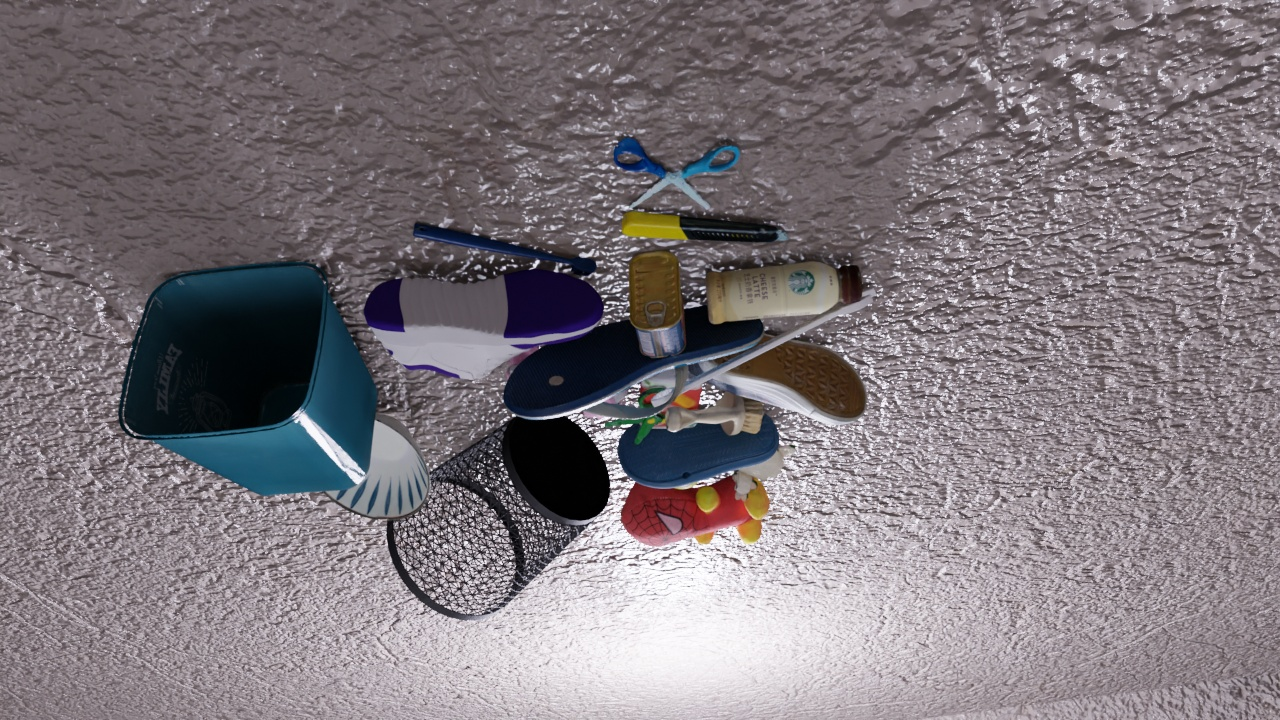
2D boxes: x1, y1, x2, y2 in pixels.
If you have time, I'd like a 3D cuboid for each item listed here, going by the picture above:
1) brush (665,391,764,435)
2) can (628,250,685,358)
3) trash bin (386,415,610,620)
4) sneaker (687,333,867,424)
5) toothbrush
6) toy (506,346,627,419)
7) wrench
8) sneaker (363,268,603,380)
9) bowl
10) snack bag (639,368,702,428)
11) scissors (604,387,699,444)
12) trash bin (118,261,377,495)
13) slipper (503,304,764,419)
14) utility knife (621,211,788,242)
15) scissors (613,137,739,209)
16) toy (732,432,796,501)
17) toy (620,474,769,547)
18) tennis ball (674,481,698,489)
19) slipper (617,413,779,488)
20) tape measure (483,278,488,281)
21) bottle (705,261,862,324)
[{"bbox_3d":[0.087,0.063,1.075,0.077,0.062,0.271,-12,174,22],"label":"brush"},{"bbox_3d":[0.018,-0.057,0.954,0.054,0.099,0.059,-5,146,6],"label":"can"},{"bbox_3d":[-0.180,0.196,1.224,0.216,0.216,0.244,26,130,-34],"label":"trash bin"},{"bbox_3d":[0.162,0.018,1.103,0.235,0.087,0.079,19,159,-20],"label":"sneaker"},{"bbox_3d":[-0.137,-0.112,0.940,0.190,0.016,0.017,10,150,-17],"label":"toothbrush"},{"bbox_3d":[-0.088,0.024,1.095,0.123,0.067,0.157,-9,148,12],"label":"toy"},{"bbox_3d":[0.135,-0.014,1.007,0.273,0.047,0.009,-27,101,2],"label":"wrench"},{"bbox_3d":[-0.158,-0.026,0.966,0.244,0.091,0.111,0,141,5],"label":"sneaker"},{"bbox_3d":[-0.343,0.119,1.189,0.177,0.070,0.178,7,125,10],"label":"bowl"},{"bbox_3d":[0.037,0.043,1.153,0.077,0.036,0.116,-1,145,-2],"label":"snack bag"},{"bbox_3d":[0.021,0.073,1.151,0.127,0.011,0.126,9,142,-14],"label":"scissors"},{"bbox_3d":[-0.400,0.037,1.000,0.199,0.196,0.219,-4,151,4],"label":"trash bin"},{"bbox_3d":[-0.006,0.006,0.993,0.294,0.118,0.060,-17,133,-13],"label":"slipper"},{"bbox_3d":[0.068,-0.131,0.921,0.174,0.020,0.029,4,161,-9],"label":"utility knife"},{"bbox_3d":[0.030,-0.177,0.862,0.133,0.014,0.128,23,142,-38],"label":"scissors"},{"bbox_3d":[0.164,0.141,1.284,0.087,0.050,0.112,27,114,-35],"label":"toy"},{"bbox_3d":[0.077,0.220,1.354,0.216,0.098,0.148,0,134,-5],"label":"toy"},{"bbox_3d":[0.057,0.146,1.275,0.065,0.065,0.065,-2,145,-1],"label":"tennis ball"},{"bbox_3d":[0.077,0.119,1.211,0.214,0.103,0.059,-8,147,2],"label":"slipper"},{"bbox_3d":[-0.136,-0.067,1.000,0.062,0.020,0.060,-8,145,8],"label":"tape measure"},{"bbox_3d":[0.151,-0.074,0.975,0.162,0.056,0.057,-6,145,4],"label":"bottle"}]
